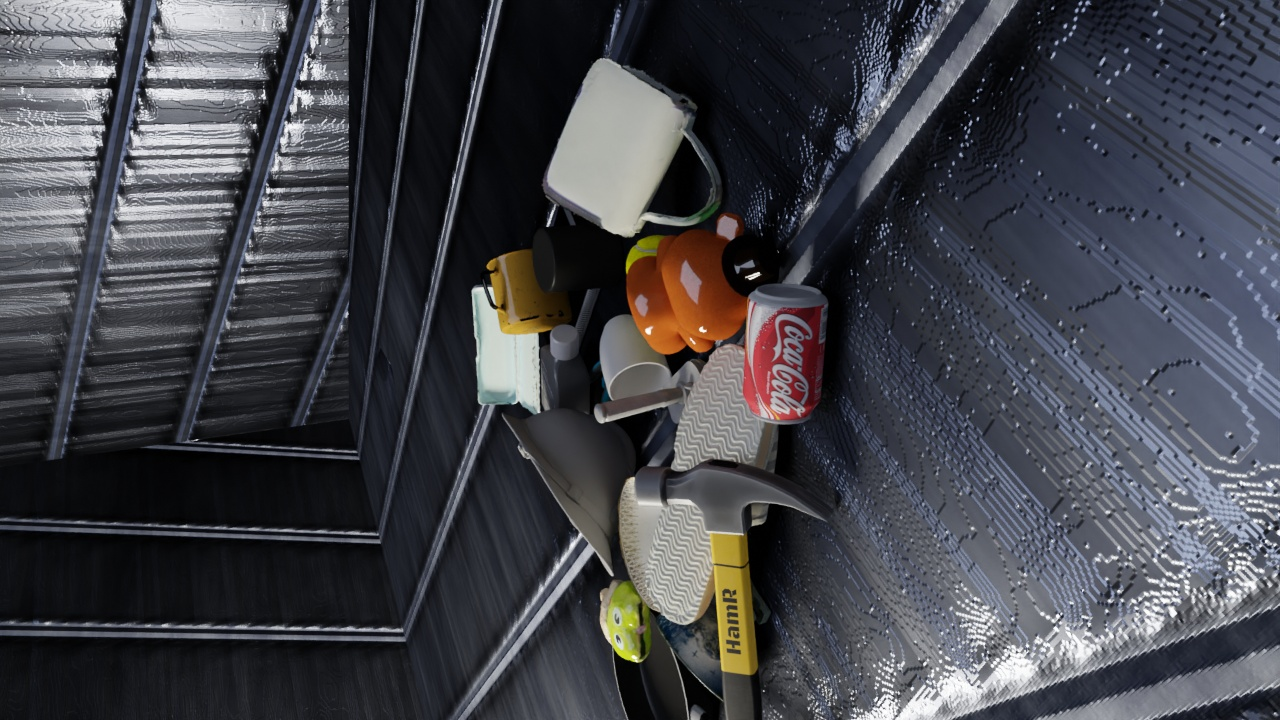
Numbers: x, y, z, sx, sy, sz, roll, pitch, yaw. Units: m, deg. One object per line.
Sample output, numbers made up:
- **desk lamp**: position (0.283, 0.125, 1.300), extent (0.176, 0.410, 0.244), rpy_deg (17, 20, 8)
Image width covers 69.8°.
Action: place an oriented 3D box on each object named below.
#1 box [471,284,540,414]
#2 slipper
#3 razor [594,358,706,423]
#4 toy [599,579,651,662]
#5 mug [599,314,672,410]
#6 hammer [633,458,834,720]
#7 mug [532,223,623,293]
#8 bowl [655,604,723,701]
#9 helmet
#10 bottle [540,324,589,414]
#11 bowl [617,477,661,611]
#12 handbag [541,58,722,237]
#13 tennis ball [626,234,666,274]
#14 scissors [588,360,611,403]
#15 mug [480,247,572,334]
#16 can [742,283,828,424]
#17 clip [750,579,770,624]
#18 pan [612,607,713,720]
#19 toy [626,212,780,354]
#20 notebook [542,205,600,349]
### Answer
- **box**: position (-0.208, -0.017, 1.441), extent (0.126, 0.074, 0.197), rpy_deg (17, 115, 43)
- **slipper**: position (0.069, 0.118, 0.856), extent (0.114, 0.054, 0.273), rpy_deg (31, 109, 51)
- **razor**: position (0.008, 0.042, 0.934), extent (0.088, 0.116, 0.047), rpy_deg (-49, 58, 58)
- **toy**: position (-0.021, 0.295, 1.057), extent (0.118, 0.043, 0.092), rpy_deg (-172, 77, -67)
- **mug**: position (-0.006, 0.006, 1.030), extent (0.107, 0.071, 0.089), rpy_deg (68, -177, -49)
- **hammer**: position (0.090, 0.244, 0.809), extent (0.170, 0.034, 0.324), rpy_deg (0, 102, 24)
- **mug**: position (-0.084, -0.133, 1.116), extent (0.113, 0.087, 0.078), rpy_deg (-128, 38, -48)
- **bowl**: position (0.076, 0.277, 0.905), extent (0.114, 0.061, 0.114), rpy_deg (46, 180, -1)
- **helmet**: position (-0.061, 0.129, 1.122), extent (0.271, 0.117, 0.183), rpy_deg (46, 168, 46)
- **bottle**: position (-0.099, 0.025, 1.206), extent (0.174, 0.046, 0.083), rpy_deg (95, 156, -48)
- **bowl**: position (0.032, 0.191, 0.987), extent (0.145, 0.063, 0.145), rpy_deg (173, 90, -65)
- **handbag**: position (0.008, -0.192, 0.902), extent (0.176, 0.073, 0.151), rpy_deg (34, 112, 19)
- **tennis ball**: position (0.018, -0.095, 0.933), extent (0.065, 0.065, 0.065), rpy_deg (172, 90, -65)
- **scissors**: position (-0.041, 0.016, 1.149), extent (0.124, 0.019, 0.156), rpy_deg (33, 125, 59)
- **mug**: position (-0.153, -0.087, 1.199), extent (0.101, 0.123, 0.094), rpy_deg (-20, 78, 45)
- **can**: position (0.117, -0.006, 0.748), extent (0.064, 0.064, 0.105), rpy_deg (-147, 54, -59)
- **clip**: position (0.098, 0.224, 0.898), extent (0.075, 0.042, 0.023), rpy_deg (58, 144, 40)
- **pan**: position (0.056, 0.381, 1.012), extent (0.356, 0.044, 0.204), rpy_deg (-176, 80, -65)
- **toy**: position (0.053, -0.065, 0.828), extent (0.176, 0.096, 0.112), rpy_deg (-15, 93, 61)
- **notebook**: position (-0.105, -0.091, 1.261), extent (0.207, 0.016, 0.149), rpy_deg (114, 142, -48)
